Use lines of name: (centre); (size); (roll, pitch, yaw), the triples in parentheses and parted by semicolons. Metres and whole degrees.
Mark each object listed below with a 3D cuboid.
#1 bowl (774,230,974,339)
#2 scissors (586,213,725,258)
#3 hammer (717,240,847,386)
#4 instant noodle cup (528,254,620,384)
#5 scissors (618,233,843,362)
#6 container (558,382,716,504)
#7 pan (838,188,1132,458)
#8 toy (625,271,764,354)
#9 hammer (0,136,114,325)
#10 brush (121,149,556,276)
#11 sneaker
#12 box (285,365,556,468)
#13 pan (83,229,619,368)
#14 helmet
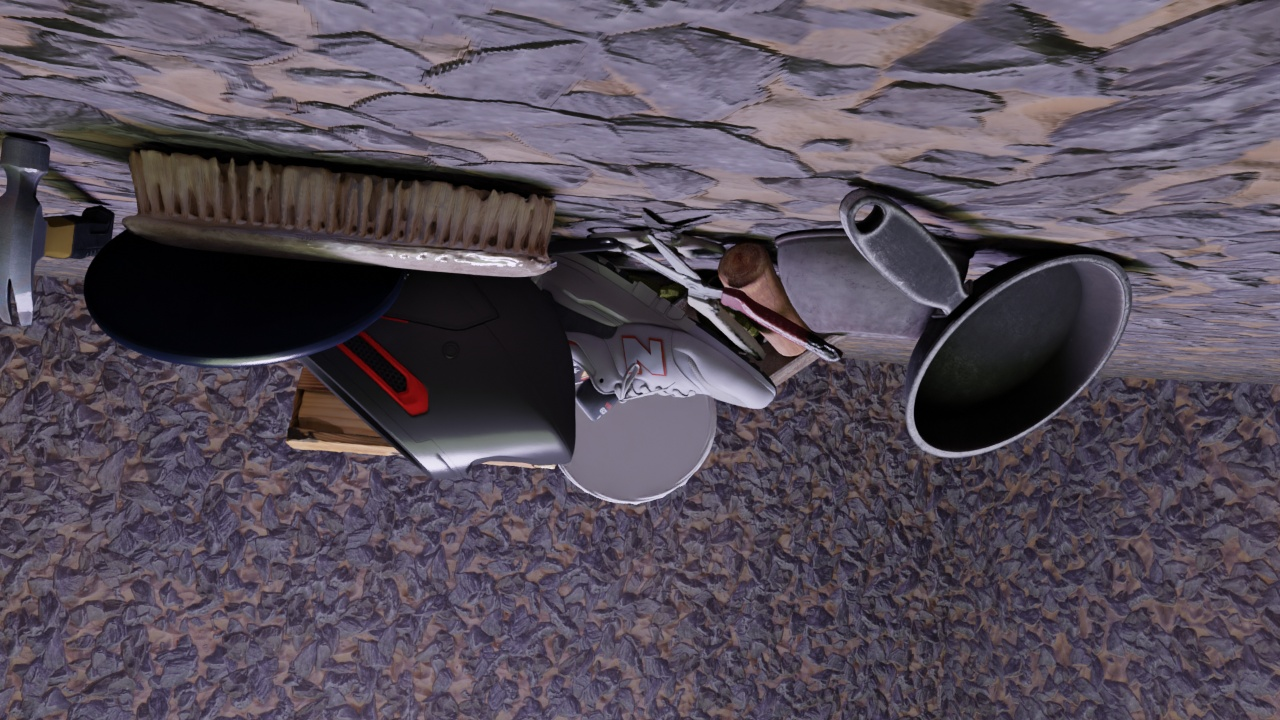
bowl: (0.171, -0.052, 0.688); (0.145, 0.067, 0.145); (5, 179, 0)
scissors: (0.016, -0.094, 0.705); (0.169, 0.012, 0.157); (4, 179, 39)
hammer: (0.129, -0.047, 0.841); (0.158, 0.037, 0.300); (-35, 159, 9)
instant noodle cup: (-0.071, -0.045, 0.912); (0.137, 0.137, 0.112); (5, 171, -13)
scissors: (0.073, -0.039, 0.730); (0.195, 0.015, 0.179); (21, 166, 13)
container: (-0.006, 0.067, 1.074); (0.189, 0.189, 0.187); (5, 177, 5)
pan: (0.220, -0.032, 0.617); (0.356, 0.187, 0.055); (30, -158, -41)
toy: (0.070, -0.047, 1.001); (0.179, 0.078, 0.153); (30, 167, -25)
hammer: (-0.447, -0.096, 0.711); (0.025, 0.118, 0.333); (8, -176, -23)
brush: (-0.188, -0.091, 0.589); (0.271, 0.056, 0.083); (5, 180, -4)
sneaker: (-0.005, 0.005, 0.827); (0.240, 0.124, 0.089); (35, 178, 1)
box: (-0.232, -0.002, 1.073); (0.279, 0.269, 0.263); (5, -169, 6)
pan: (-0.186, -0.066, 0.641); (0.356, 0.021, 0.198); (-7, -140, -17)
helmet: (-0.152, -0.010, 0.732); (0.264, 0.169, 0.164); (44, 163, -4)
